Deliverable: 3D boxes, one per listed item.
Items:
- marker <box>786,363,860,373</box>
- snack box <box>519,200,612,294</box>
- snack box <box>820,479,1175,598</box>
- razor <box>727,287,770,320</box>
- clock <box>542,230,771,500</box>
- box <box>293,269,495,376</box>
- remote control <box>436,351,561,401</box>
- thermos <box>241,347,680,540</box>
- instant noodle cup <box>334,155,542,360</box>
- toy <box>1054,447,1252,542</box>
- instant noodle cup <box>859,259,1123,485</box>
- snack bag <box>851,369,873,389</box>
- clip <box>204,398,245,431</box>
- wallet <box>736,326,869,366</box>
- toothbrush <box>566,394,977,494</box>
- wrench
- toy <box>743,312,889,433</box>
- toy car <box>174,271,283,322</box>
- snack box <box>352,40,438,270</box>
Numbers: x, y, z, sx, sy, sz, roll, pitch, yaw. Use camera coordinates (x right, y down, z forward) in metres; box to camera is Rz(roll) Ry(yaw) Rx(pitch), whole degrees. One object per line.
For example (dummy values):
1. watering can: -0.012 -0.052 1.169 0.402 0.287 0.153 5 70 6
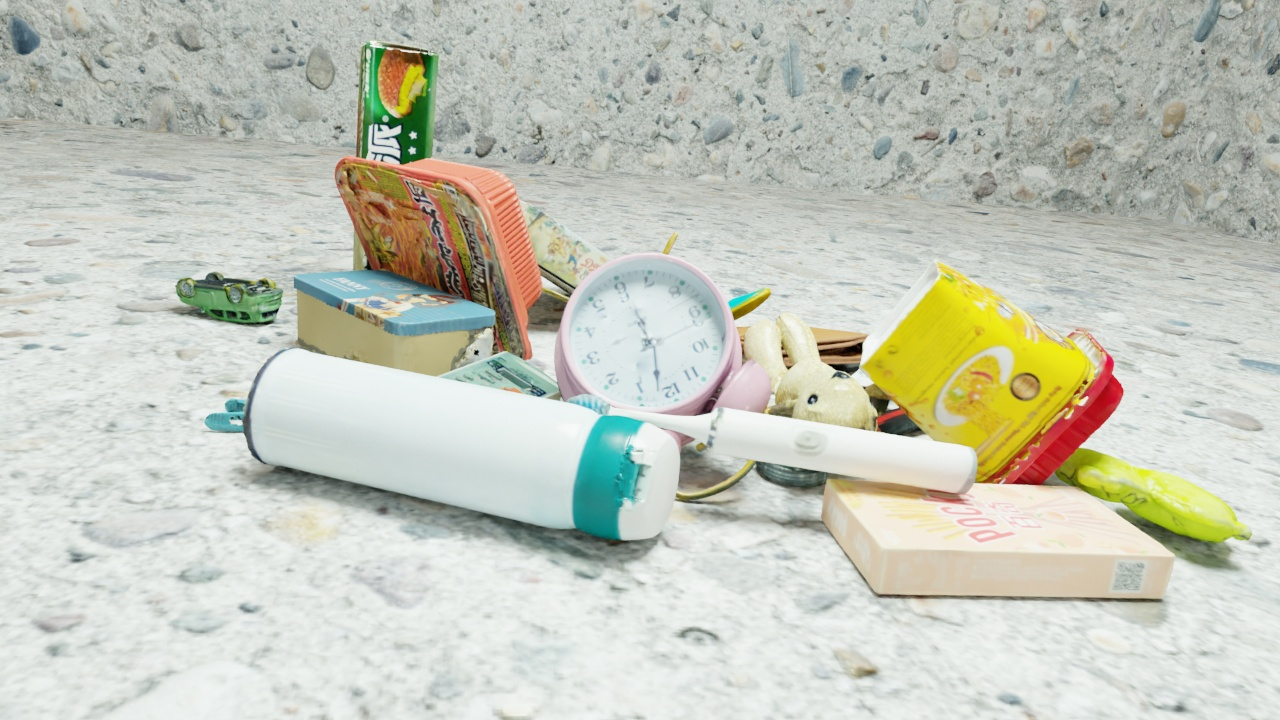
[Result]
1. marker: 0.165 0.007 0.793 0.123 0.015 0.018 -9 23 -41
2. snack box: -0.087 -0.104 0.895 0.182 0.046 0.178 32 -1 -36
3. snack box: 0.184 0.093 0.486 0.157 0.026 0.084 4 16 -9
4. razor: 0.051 -0.039 0.804 0.133 0.028 0.043 -14 -29 13
5. clock: 0.012 0.008 0.548 0.117 0.158 0.060 -24 -16 -7
6. box: -0.192 -0.025 0.695 0.184 0.063 0.089 22 22 39
7. remote control: -0.105 0.026 0.600 0.056 0.019 0.134 31 23 16
8. thermos: -0.092 0.045 0.486 0.224 0.073 0.073 10 17 14
9. instant noodle cup: -0.155 -0.093 0.750 0.189 0.165 0.078 18 44 35
10. toy: 0.300 0.078 0.541 0.100 0.031 0.096 20 7 -7
11. instant noodle cup: 0.210 0.007 0.575 0.123 0.116 0.116 38 21 3
12. snack bag: 0.203 0.014 0.763 0.048 0.026 0.104 8 16 29
13. clip: -0.234 0.035 0.561 0.055 0.013 0.034 5 17 -4
14. wallet: 0.121 -0.015 0.796 0.107 0.031 0.132 -3 7 -23
15. toothbrush: 0.069 0.042 0.496 0.221 0.026 0.026 10 -24 -1
16. wrench: 0.174 0.048 0.654 0.272 0.016 0.056 -10 26 -43
17. toy: 0.110 0.014 0.600 0.105 0.066 0.157 -2 27 -9
18. toy car: -0.352 -0.055 0.785 0.091 0.036 0.043 11 18 15
19. snack box: -0.232 -0.167 0.852 0.063 0.240 0.114 2 16 -20
